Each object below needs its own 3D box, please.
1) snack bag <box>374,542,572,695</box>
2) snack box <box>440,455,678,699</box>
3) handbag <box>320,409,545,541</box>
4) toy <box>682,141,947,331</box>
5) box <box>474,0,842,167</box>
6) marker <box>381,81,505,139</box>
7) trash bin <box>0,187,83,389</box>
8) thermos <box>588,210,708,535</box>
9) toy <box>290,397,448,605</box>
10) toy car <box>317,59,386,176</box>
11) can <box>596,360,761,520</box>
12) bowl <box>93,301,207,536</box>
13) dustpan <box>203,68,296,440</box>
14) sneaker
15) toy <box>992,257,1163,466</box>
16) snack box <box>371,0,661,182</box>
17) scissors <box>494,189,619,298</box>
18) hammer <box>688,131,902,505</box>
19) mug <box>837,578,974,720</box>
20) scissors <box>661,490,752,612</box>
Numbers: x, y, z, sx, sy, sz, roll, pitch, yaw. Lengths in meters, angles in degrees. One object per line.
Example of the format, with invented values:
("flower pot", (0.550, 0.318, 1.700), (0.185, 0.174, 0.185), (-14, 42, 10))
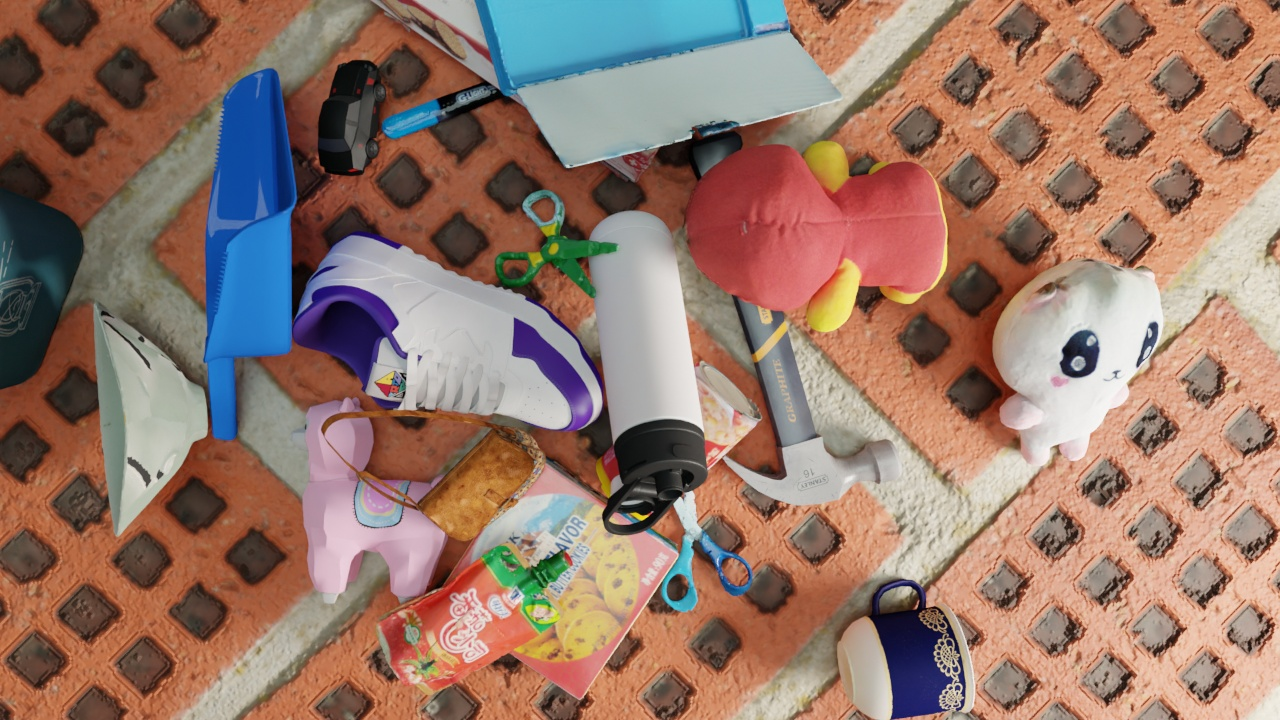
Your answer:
("snack bag", (-0.120, 0.191, 0.703), (0.155, 0.044, 0.087), (-31, 112, -1))
("snack box", (-0.067, 0.171, 0.742), (0.145, 0.040, 0.142), (34, 91, -1))
("handbag", (-0.142, 0.073, 0.636), (0.093, 0.195, 0.043), (-44, 57, 5))
("toy", (0.134, -0.100, 0.693), (0.216, 0.099, 0.147), (-4, 76, -25))
("box", (0.013, -0.232, 0.691), (0.243, 0.060, 0.175), (-19, 80, -22))
("marker", (-0.149, -0.206, 0.737), (0.123, 0.015, 0.018), (-22, 90, -4))
("trash bin", (-0.523, -0.063, 0.617), (0.199, 0.218, 0.196), (22, 91, -4))
("thermos", (-0.004, 0.004, 0.684), (0.068, 0.102, 0.229), (12, 53, -29))
("toy", (-0.213, 0.109, 0.722), (0.123, 0.067, 0.157), (2, 88, -5))
("toy car", (-0.228, -0.191, 0.715), (0.042, 0.036, 0.091), (9, 92, 22))
("can", (0.028, 0.064, 0.719), (0.066, 0.066, 0.124), (43, 106, -4))
("bowl", (-0.360, 0.041, 0.680), (0.067, 0.174, 0.174), (-5, 93, -35))
("dustpan", (-0.288, -0.050, 0.671), (0.059, 0.245, 0.258), (-3, 126, -23))
("sneaker", (-0.147, -0.001, 0.685), (0.244, 0.110, 0.092), (28, 131, -1))
("toy", (0.347, 0.004, 0.744), (0.138, 0.101, 0.180), (-9, 113, -16))
("snack box", (-0.094, -0.248, 0.719), (0.273, 0.044, 0.076), (33, 70, -5))
("scissors", (-0.061, -0.094, 0.714), (0.132, 0.012, 0.108), (1, 76, 36))
("hammer", (0.107, -0.034, 0.753), (0.139, 0.035, 0.312), (-16, 93, -1))
("mug", (0.209, 0.236, 0.753), (0.089, 0.086, 0.111), (-8, 57, -1))
("scissors", (0.053, 0.140, 0.769), (0.083, 0.016, 0.135), (-6, 88, 1))
